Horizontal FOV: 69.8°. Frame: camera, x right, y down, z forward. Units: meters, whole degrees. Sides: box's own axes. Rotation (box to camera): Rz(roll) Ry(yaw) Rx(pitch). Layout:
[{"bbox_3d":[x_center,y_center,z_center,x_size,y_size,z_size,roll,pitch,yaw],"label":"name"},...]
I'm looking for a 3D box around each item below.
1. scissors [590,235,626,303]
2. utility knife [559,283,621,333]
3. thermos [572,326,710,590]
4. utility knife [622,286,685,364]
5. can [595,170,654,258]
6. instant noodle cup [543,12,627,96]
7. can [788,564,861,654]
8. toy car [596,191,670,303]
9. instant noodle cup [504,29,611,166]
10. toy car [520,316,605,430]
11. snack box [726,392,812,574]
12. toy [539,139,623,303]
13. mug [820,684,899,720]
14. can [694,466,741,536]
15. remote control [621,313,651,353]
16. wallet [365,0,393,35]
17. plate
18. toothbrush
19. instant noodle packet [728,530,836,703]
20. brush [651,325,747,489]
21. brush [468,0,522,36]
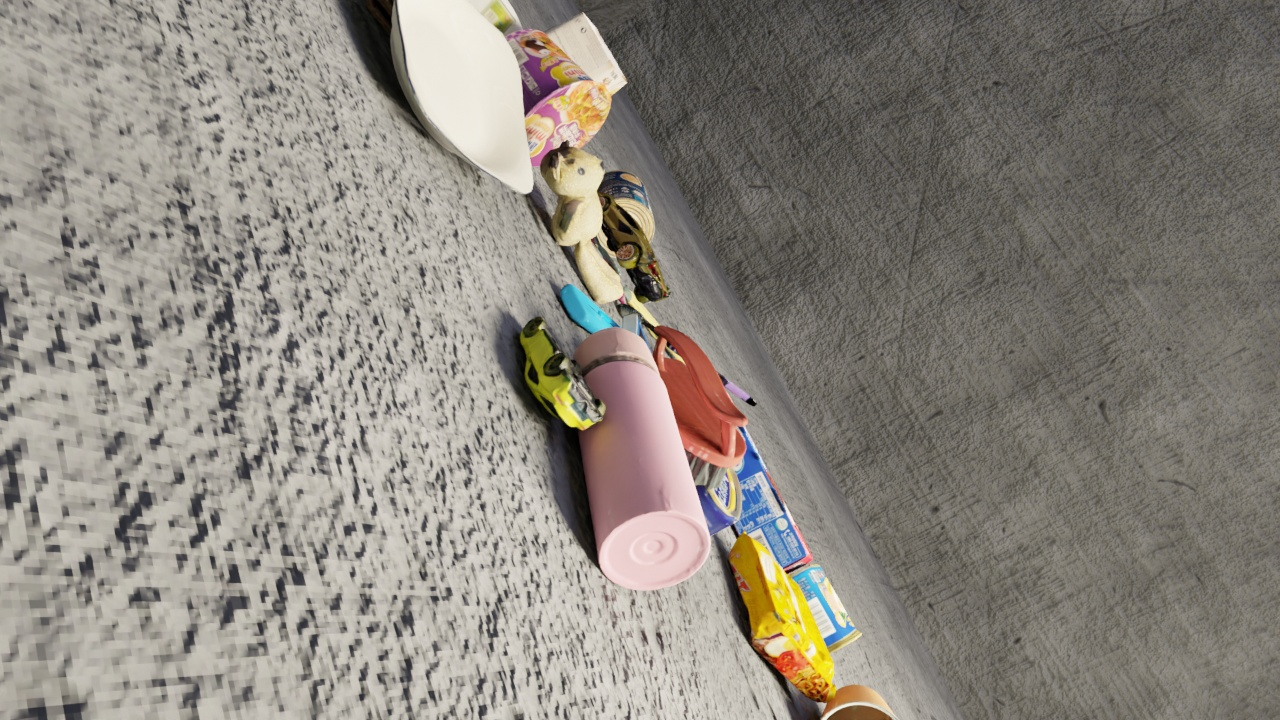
[{"bbox_3d":[-0.042,-0.118,0.968,0.134,0.017,0.133,58,-7,47],"label":"scissors"},{"bbox_3d":[-0.030,-0.029,0.839,0.034,0.018,0.182,63,10,19],"label":"utility knife"},{"bbox_3d":[-0.008,0.060,0.600,0.198,0.067,0.087,-107,-164,-54],"label":"thermos"},{"bbox_3d":[0.025,-0.032,1.095,0.183,0.019,0.031,43,23,-39],"label":"utility knife"},{"bbox_3d":[-0.024,-0.175,1.095,0.075,0.075,0.111,55,12,-26],"label":"can"},{"bbox_3d":[-0.090,-0.317,1.031,0.116,0.124,0.116,60,11,-1],"label":"instant noodle cup"},{"bbox_3d":[0.176,0.256,0.933,0.083,0.057,0.102,61,10,20],"label":"can"},{"bbox_3d":[-0.014,-0.123,0.964,0.158,0.042,0.070,59,-2,38],"label":"toy car"},{"bbox_3d":[-0.102,-0.267,0.920,0.099,0.112,0.111,54,8,19],"label":"instant noodle cup"},{"bbox_3d":[-0.055,0.009,0.583,0.048,0.032,0.105,53,1,-31],"label":"toy car"},{"bbox_3d":[0.106,0.124,0.957,0.207,0.057,0.058,64,8,21],"label":"snack box"},{"bbox_3d":[-0.052,-0.128,0.872,0.105,0.066,0.157,-85,161,-61],"label":"toy"},{"bbox_3d":[0.186,0.316,0.777,0.078,0.078,0.122,63,7,13],"label":"mug"},{"bbox_3d":[0.045,0.101,0.749,0.074,0.049,0.148,60,10,-3],"label":"can"},{"bbox_3d":[-0.005,0.005,0.810,0.124,0.024,0.049,-86,158,-63],"label":"remote control"},{"bbox_3d":[-0.188,-0.286,0.750,0.090,0.033,0.115,53,16,-39],"label":"wallet"},{"bbox_3d":[-0.140,-0.213,0.692,0.164,0.034,0.163,36,41,-59],"label":"plate"},{"bbox_3d":[0.051,-0.004,0.991,0.189,0.014,0.016,36,29,-10],"label":"toothbrush"},{"bbox_3d":[0.120,0.220,0.800,0.111,0.044,0.128,54,10,-26],"label":"instant noodle packet"},{"bbox_3d":[0.034,0.031,0.682,0.063,0.069,0.145,9,26,-30],"label":"brush"},{"bbox_3d":[-0.181,-0.366,0.837,0.109,0.060,0.314,48,4,22],"label":"brush"}]
